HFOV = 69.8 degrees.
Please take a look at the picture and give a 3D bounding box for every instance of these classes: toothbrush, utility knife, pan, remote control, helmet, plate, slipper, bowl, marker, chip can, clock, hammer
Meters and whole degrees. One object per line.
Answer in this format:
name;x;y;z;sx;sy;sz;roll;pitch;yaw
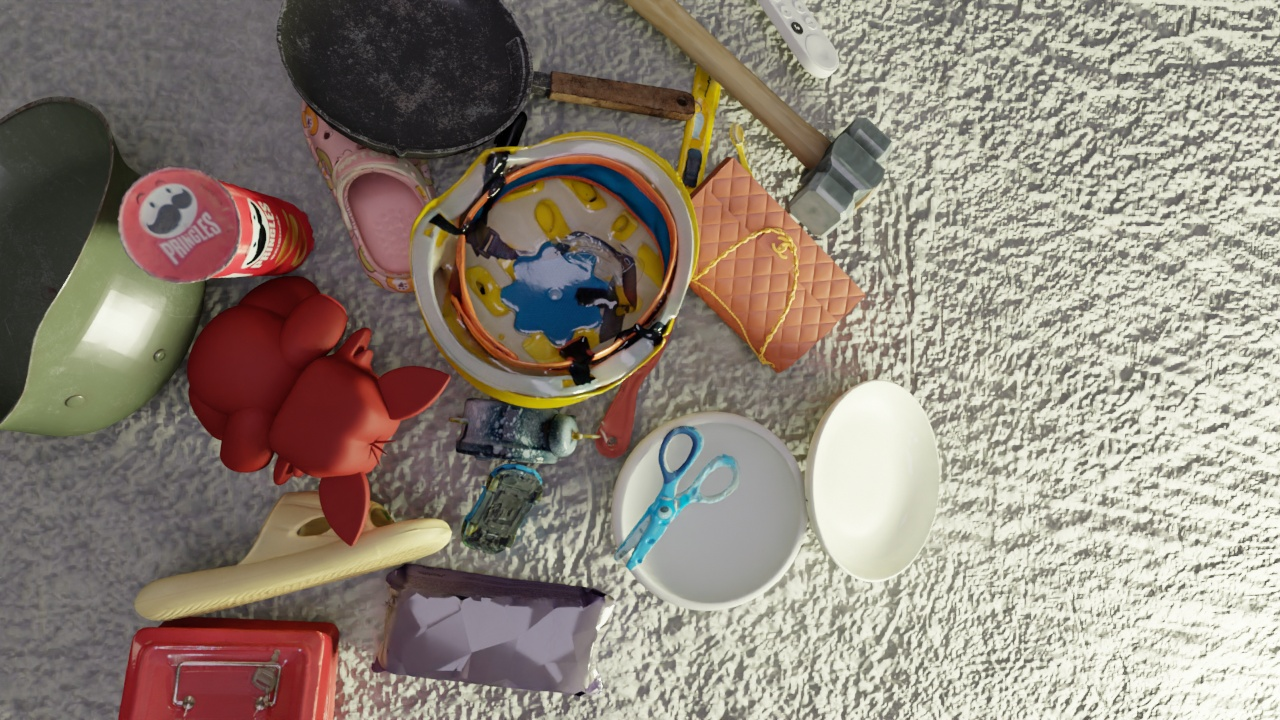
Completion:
toothbrush;0.103;-0.153;0.846;0.021;0.016;0.135;-15;95;-4
utility knife;0.051;-0.206;0.837;0.030;0.017;0.155;10;89;-18
pan;-0.118;-0.240;0.777;0.356;0.040;0.207;7;66;-18
remote control;0.132;-0.313;0.824;0.043;0.013;0.136;-33;88;-38
helmet;-0.073;-0.066;0.768;0.239;0.140;0.209;-42;87;-22
plate;0.208;0.109;0.842;0.182;0.034;0.182;2;87;-37
slipper;-0.291;0.154;0.775;0.261;0.111;0.079;-15;74;-3
bowl;0.058;0.131;0.832;0.176;0.066;0.176;0;94;-8
slipper;-0.219;-0.153;0.768;0.093;0.081;0.197;-21;98;-8
marker;-0.137;-0.159;0.813;0.022;0.016;0.138;28;90;22
chip can;-0.302;-0.095;0.682;0.073;0.233;0.073;-1;96;-8
helmet;-0.431;-0.041;0.696;0.227;0.154;0.267;21;78;30
clock;-0.099;0.064;0.795;0.129;0.090;0.052;8;86;-5
hammer;0.080;-0.250;0.803;0.323;0.051;0.117;41;56;-5

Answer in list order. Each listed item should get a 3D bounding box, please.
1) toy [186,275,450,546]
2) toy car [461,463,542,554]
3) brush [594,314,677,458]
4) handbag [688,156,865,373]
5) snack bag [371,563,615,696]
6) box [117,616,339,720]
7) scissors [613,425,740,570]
toy;-0.266;0.031;0.739;0.197;0.120;0.158;30;87;14
toy car;-0.122;0.128;0.809;0.048;0.032;0.106;20;122;-17
brush;-0.005;0.005;0.834;0.041;0.030;0.172;18;91;-10
handbag;0.102;-0.082;0.822;0.172;0.060;0.109;43;100;-12
snack bag;-0.129;0.244;0.817;0.205;0.058;0.096;9;92;-8
box;-0.341;0.286;0.780;0.157;0.123;0.136;5;75;-5
scissors;0.018;0.119;0.786;0.140;0.015;0.083;-45;100;-1
